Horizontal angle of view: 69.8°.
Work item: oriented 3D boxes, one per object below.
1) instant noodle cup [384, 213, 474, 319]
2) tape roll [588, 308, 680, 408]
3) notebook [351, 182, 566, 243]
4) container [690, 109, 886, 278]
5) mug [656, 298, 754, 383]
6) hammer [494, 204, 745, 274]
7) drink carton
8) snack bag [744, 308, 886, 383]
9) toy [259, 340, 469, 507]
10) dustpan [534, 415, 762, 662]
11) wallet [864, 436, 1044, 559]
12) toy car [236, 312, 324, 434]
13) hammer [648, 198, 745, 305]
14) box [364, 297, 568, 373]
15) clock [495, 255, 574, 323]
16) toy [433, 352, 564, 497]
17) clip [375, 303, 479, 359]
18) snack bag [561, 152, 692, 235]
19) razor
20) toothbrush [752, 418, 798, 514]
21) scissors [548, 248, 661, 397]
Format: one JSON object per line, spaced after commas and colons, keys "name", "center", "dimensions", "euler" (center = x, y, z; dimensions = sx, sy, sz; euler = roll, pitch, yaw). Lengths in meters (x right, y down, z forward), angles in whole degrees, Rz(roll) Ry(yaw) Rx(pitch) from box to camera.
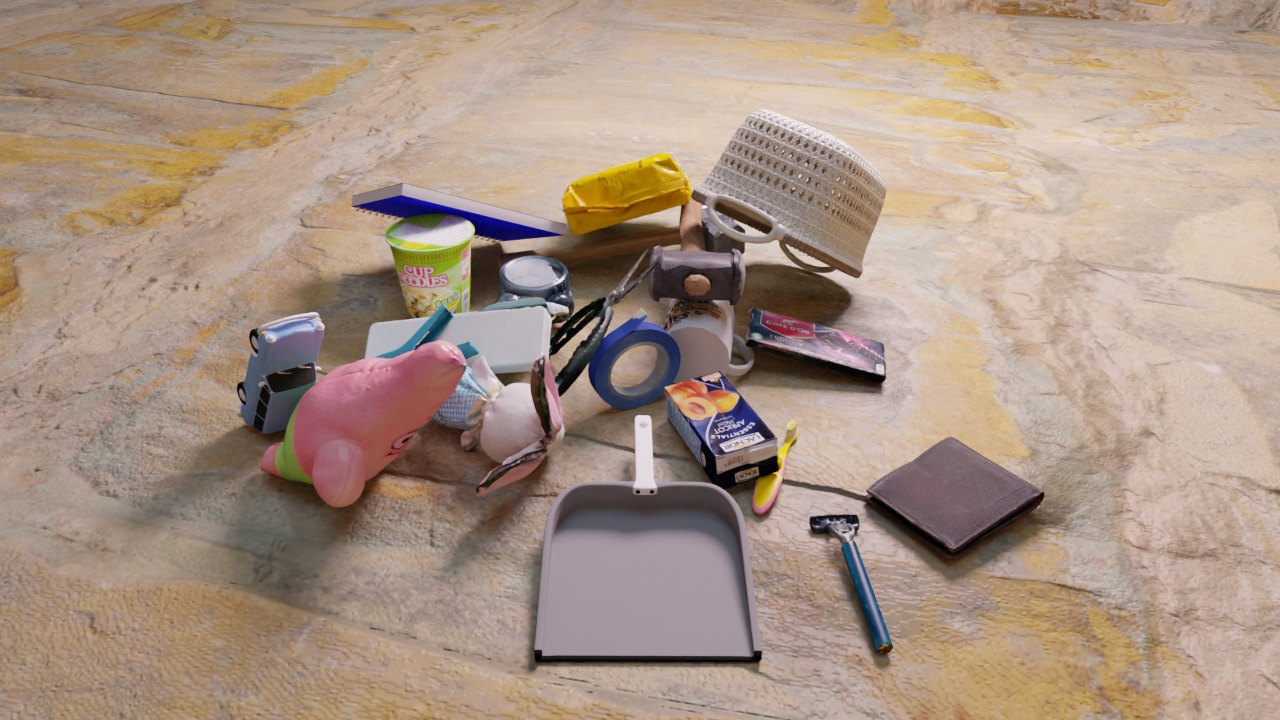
{"name": "instant noodle cup", "center": [-0.234, -0.098, 1.044], "dimensions": [0.099, 0.108, 0.098], "euler": [1, 32, -1]}
{"name": "tape roll", "center": [-0.005, 0.005, 0.906], "dimensions": [0.091, 0.093, 0.016], "euler": [-43, 41, 0]}
{"name": "notebook", "center": [-0.224, -0.177, 1.119], "dimensions": [0.208, 0.022, 0.172], "euler": [9, -2, -36]}
{"name": "container", "center": [0.184, -0.188, 1.074], "dimensions": [0.185, 0.143, 0.245], "euler": [31, 12, 25]}
{"name": "mug", "center": [0.073, -0.019, 0.974], "dimensions": [0.105, 0.074, 0.089], "euler": [27, 32, -8]}
{"name": "hammer", "center": [-0.027, -0.149, 1.193], "dimensions": [0.322, 0.051, 0.117], "euler": [-12, 32, -16]}
{"name": "drink carton", "center": [0.073, 0.063, 0.851], "dimensions": [0.064, 0.040, 0.130], "euler": [-17, 32, -12]}
{"name": "snack bag", "center": [0.189, -0.016, 0.990], "dimensions": [0.155, 0.018, 0.074], "euler": [15, 32, 3]}
{"name": "toy", "center": [-0.228, 0.042, 0.790], "dimensions": [0.237, 0.097, 0.191], "euler": [-25, 27, 35]}
{"name": "dustpan", "center": [0.004, 0.134, 0.757], "dimensions": [0.163, 0.033, 0.257], "euler": [0, 32, -1]}
{"name": "wallet", "center": [0.271, 0.118, 0.798], "dimensions": [0.119, 0.031, 0.099], "euler": [-22, 37, -28]}
{"name": "toy car", "center": [-0.328, 0.015, 0.840], "dimensions": [0.056, 0.154, 0.054], "euler": [-20, 67, -41]}
{"name": "hammer", "center": [0.059, -0.139, 1.056], "dimensions": [0.098, 0.052, 0.327], "euler": [2, 24, 0]}
{"name": "box", "center": [-0.182, -0.022, 0.963], "dimensions": [0.198, 0.075, 0.125], "euler": [-4, 12, 13]}
{"name": "clock", "center": [-0.123, -0.075, 1.067], "dimensions": [0.090, 0.052, 0.129], "euler": [-2, 37, -6]}
{"name": "toy", "center": [-0.130, 0.057, 0.846], "dimensions": [0.105, 0.131, 0.206], "euler": [31, -11, -37]}
{"name": "clip", "center": [-0.234, -0.008, 0.916], "dimensions": [0.126, 0.028, 0.113], "euler": [-45, 60, -9]}
{"name": "snack bag", "center": [-0.015, -0.223, 1.194], "dimensions": [0.160, 0.068, 0.247], "euler": [-14, 13, 5]}
{"name": "razor", "center": [0.170, 0.168, 0.721], "dimensions": [0.042, 0.022, 0.143], "euler": [-3, 33, -5]}
{"name": "toothbrush", "center": [0.125, 0.095, 0.838], "dimensions": [0.021, 0.016, 0.135], "euler": [7, 32, 21]}
{"name": "scissors", "center": [-0.053, -0.027, 0.912], "dimensions": [0.015, 0.202, 0.203], "euler": [40, 40, -14]}
